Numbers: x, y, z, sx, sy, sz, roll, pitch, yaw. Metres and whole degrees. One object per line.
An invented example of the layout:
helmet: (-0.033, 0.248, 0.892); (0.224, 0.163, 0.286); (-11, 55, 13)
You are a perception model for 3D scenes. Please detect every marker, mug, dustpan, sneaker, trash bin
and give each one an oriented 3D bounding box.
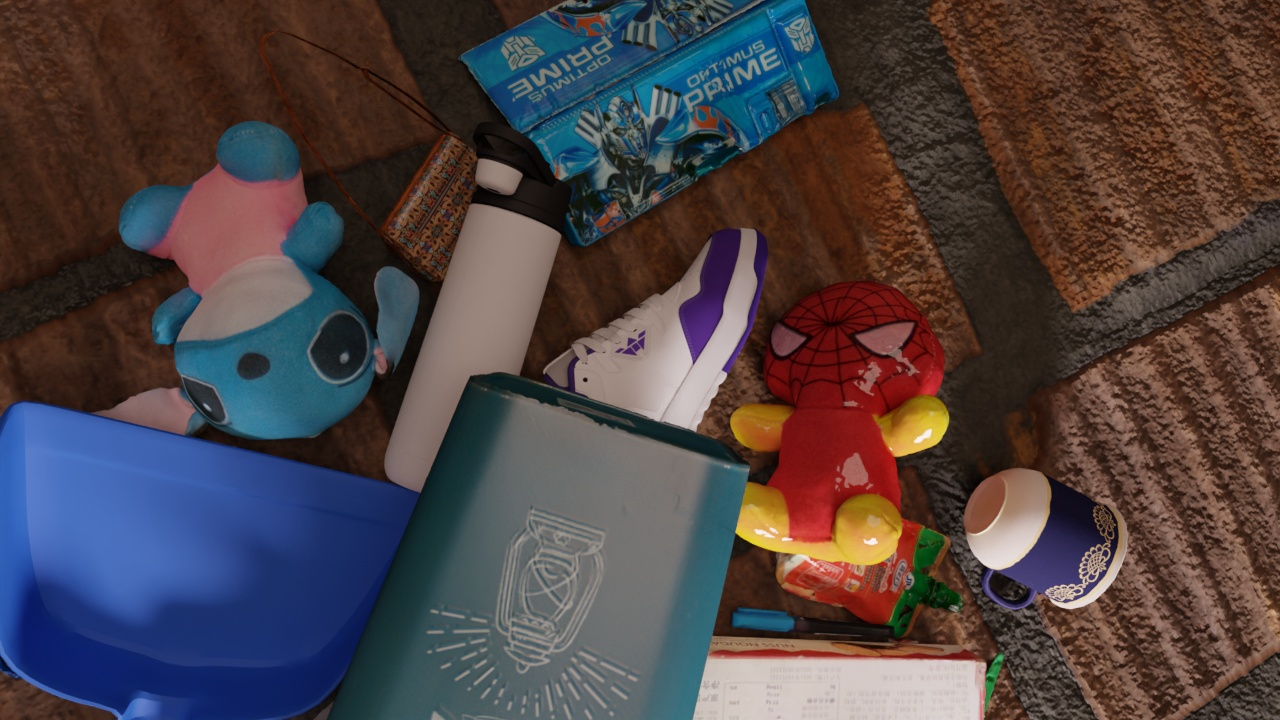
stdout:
marker: (0.127, 0.193, 0.673); (0.123, 0.018, 0.015); (7, 80, -7)
mug: (0.291, 0.138, 0.695); (0.089, 0.085, 0.112); (27, 114, -6)
dustpan: (-0.282, 0.180, 0.559); (0.245, 0.059, 0.258); (17, 102, -18)
sneaker: (-0.004, 0.004, 0.637); (0.111, 0.092, 0.244); (26, 84, -5)
trash bin: (-0.049, 0.132, 0.510); (0.196, 0.199, 0.218); (17, 90, -1)

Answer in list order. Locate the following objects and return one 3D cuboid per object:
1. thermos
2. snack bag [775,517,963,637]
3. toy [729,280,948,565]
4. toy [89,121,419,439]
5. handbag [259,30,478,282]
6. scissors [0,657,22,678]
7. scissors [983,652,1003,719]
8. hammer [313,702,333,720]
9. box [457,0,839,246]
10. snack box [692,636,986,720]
thermos: (-0.108, -0.027, 0.592); (0.068, 0.101, 0.230); (17, 89, 15)
snack bag: (0.177, 0.156, 0.686); (0.155, 0.044, 0.087); (24, 88, -14)
toy: (0.141, 0.037, 0.641); (0.148, 0.099, 0.215); (7, 58, 24)
toy: (-0.255, -0.036, 0.580); (0.224, 0.099, 0.191); (-23, 86, 8)
handbag: (-0.168, -0.132, 0.586); (0.195, 0.043, 0.093); (43, 71, -46)
scissors: (-0.421, 0.159, 0.561); (0.135, 0.016, 0.083); (3, 85, -11)
scissors: (0.242, 0.279, 0.699); (0.108, 0.012, 0.131); (-10, 87, -14)
hammer: (-0.063, 0.283, 0.584); (0.312, 0.139, 0.035); (19, 115, -19)
box: (0.014, -0.215, 0.676); (0.243, 0.060, 0.175); (-33, 91, -14)
snack box: (0.109, 0.238, 0.652); (0.273, 0.044, 0.076); (4, 88, -9)
